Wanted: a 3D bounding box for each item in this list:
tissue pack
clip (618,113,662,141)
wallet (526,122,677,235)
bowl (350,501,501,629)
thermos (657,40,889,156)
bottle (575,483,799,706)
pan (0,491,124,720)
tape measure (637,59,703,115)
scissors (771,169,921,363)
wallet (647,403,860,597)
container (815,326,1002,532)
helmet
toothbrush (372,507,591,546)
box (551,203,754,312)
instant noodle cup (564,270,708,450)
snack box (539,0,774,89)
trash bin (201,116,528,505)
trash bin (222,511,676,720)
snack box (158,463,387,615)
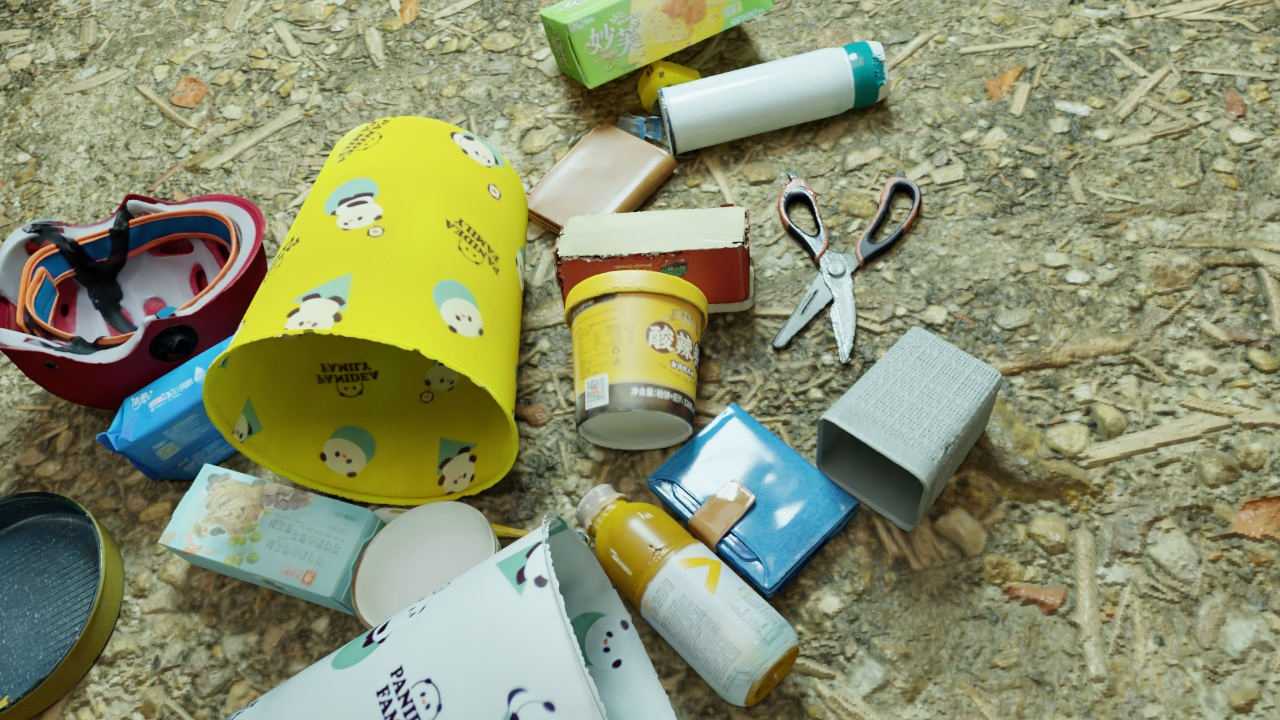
[{"bbox_3d":[-0.381,0.043,0.802,0.157,0.095,0.052,-34,60,-9],"label":"tissue pack"},{"bbox_3d":[-0.003,-0.240,0.940,0.045,0.027,0.058,-24,32,-33],"label":"clip"},{"bbox_3d":[-0.045,-0.174,0.907,0.108,0.031,0.131,32,68,25],"label":"wallet"},{"bbox_3d":[-0.152,0.169,0.690,0.113,0.062,0.113,-10,45,10],"label":"bowl"},{"bbox_3d":[0.133,-0.262,0.906,0.224,0.073,0.073,-13,57,3],"label":"thermos"},{"bbox_3d":[0.026,0.161,0.660,0.068,0.068,0.189,-42,60,-15],"label":"bottle"},{"bbox_3d":[-0.598,0.239,0.733,0.357,0.078,0.197,-32,57,-9],"label":"pan"},{"bbox_3d":[0.027,-0.277,0.940,0.060,0.057,0.028,7,53,-33],"label":"tape measure"},{"bbox_3d":[0.179,-0.098,0.824,0.189,0.015,0.226,-21,58,-2],"label":"scissors"},{"bbox_3d":[0.084,0.103,0.705,0.106,0.040,0.133,-39,58,-19],"label":"wallet"},{"bbox_3d":[0.202,0.047,0.685,0.090,0.090,0.114,35,68,27],"label":"container"},{"bbox_3d":[-0.450,-0.047,0.847,0.239,0.144,0.207,-21,50,-19],"label":"helmet"},{"bbox_3d":[-0.132,0.134,0.739,0.191,0.018,0.016,5,58,14],"label":"toothbrush"},{"bbox_3d":[0.013,-0.094,0.801,0.168,0.080,0.091,-2,34,9],"label":"box"},{"bbox_3d":[-0.004,0.004,0.741,0.118,0.118,0.114,-3,65,10],"label":"instant noodle cup"},{"bbox_3d":[0.011,-0.364,0.953,0.210,0.070,0.157,-25,28,-5],"label":"snack box"},{"bbox_3d":[-0.198,-0.048,0.754,0.230,0.230,0.254,-3,53,9],"label":"trash bin"},{"bbox_3d":[-0.113,0.250,0.551,0.252,0.230,0.229,-27,57,0],"label":"trash bin"},{"bbox_3d":[-0.295,0.144,0.746,0.175,0.052,0.074,11,60,18],"label":"snack box"}]
